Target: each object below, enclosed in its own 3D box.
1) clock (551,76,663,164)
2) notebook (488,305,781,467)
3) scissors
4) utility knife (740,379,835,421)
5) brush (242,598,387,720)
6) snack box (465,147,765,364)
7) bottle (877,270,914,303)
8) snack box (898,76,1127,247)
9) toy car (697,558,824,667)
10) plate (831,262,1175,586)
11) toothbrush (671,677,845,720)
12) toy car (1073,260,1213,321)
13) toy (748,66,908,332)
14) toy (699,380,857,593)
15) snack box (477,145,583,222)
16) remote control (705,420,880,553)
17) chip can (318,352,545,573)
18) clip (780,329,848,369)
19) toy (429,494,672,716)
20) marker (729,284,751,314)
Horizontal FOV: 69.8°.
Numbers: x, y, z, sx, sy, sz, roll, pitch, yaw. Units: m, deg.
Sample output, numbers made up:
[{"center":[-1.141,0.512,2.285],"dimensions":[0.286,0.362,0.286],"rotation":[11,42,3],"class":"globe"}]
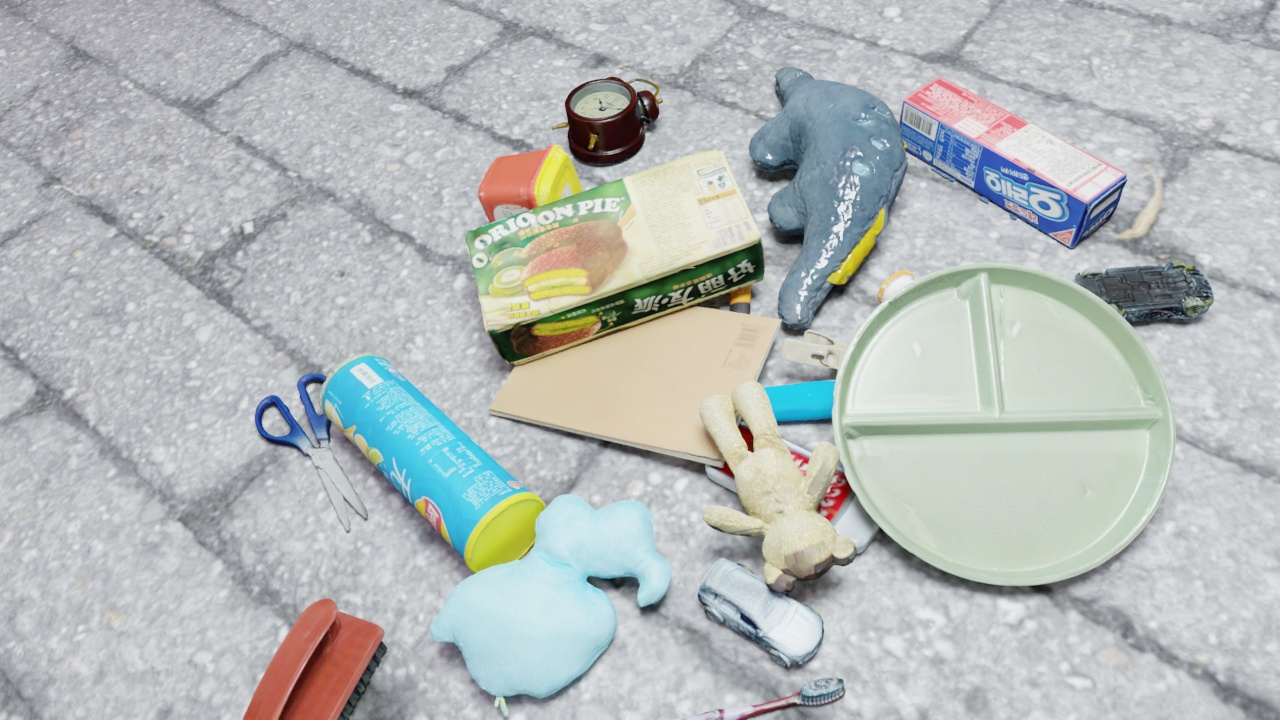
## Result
[{"center":[-0.030,-0.257,0.958],"dimensions":[0.082,0.055,0.121],"rotation":[33,63,30],"class":"clock"},{"center":[-0.005,0.004,0.767],"dimensions":[0.212,0.012,0.149],"rotation":[10,54,25],"class":"notebook"},{"center":[-0.262,0.070,0.776],"dimensions":[0.174,0.012,0.126],"rotation":[20,59,22],"class":"scissors"},{"center":[0.085,0.037,0.735],"dimensions":[0.161,0.018,0.034],"rotation":[-5,49,9],"class":"utility knife"},{"center":[-0.232,0.233,0.606],"dimensions":[0.063,0.069,0.145],"rotation":[12,56,19],"class":"brush"},{"center":[-0.023,-0.091,0.792],"dimensions":[0.240,0.063,0.114],"rotation":[-19,58,1],"class":"snack box"},{"center":[0.234,-0.026,0.727],"dimensions":[0.063,0.063,0.108],"rotation":[-27,52,-11],"class":"bottle"},{"center":[0.331,-0.184,0.836],"dimensions":[0.058,0.057,0.207],"rotation":[-33,54,-18],"class":"snack box"},{"center":[0.082,0.169,0.624],"dimensions":[0.090,0.034,0.042],"rotation":[30,60,26],"class":"toy car"},{"center":[0.251,0.042,0.647],"dimensions":[0.230,0.027,0.230],"rotation":[-2,75,6],"class":"plate"},{"center":[0.042,0.232,0.591],"dimensions":[0.187,0.017,0.016],"rotation":[-13,51,-1],"class":"toothbrush"},{"center":[0.400,-0.052,0.737],"dimensions":[0.105,0.031,0.048],"rotation":[-3,51,6],"class":"toy car"},{"center":[0.175,-0.184,0.852],"dimensions":[0.138,0.091,0.355],"rotation":[-23,45,28],"class":"toy"},{"center":[0.090,0.084,0.648],"dimensions":[0.105,0.066,0.157],"rotation":[-25,60,3],"class":"toy"},{"center":[-0.102,-0.149,0.868],"dimensions":[0.080,0.091,0.081],"rotation":[3,52,20],"class":"snack box"},{"center":[0.116,0.092,0.685],"dimensions":[0.136,0.020,0.055],"rotation":[26,60,27],"class":"remote control"},{"center":[-0.167,0.075,0.717],"dimensions":[0.071,0.071,0.210],"rotation":[-41,56,-20],"class":"chip can"},{"center":[0.166,-0.001,0.728],"dimensions":[0.100,0.035,0.070],"rotation":[15,19,28],"class":"clip"},{"center":[-0.061,0.167,0.638],"dimensions":[0.161,0.050,0.156],"rotation":[6,63,3],"class":"toy"},{"center":[0.086,-0.038,0.794],"dimensions":[0.018,0.015,0.123],"rotation":[-3,54,13],"class":"marker"}]
